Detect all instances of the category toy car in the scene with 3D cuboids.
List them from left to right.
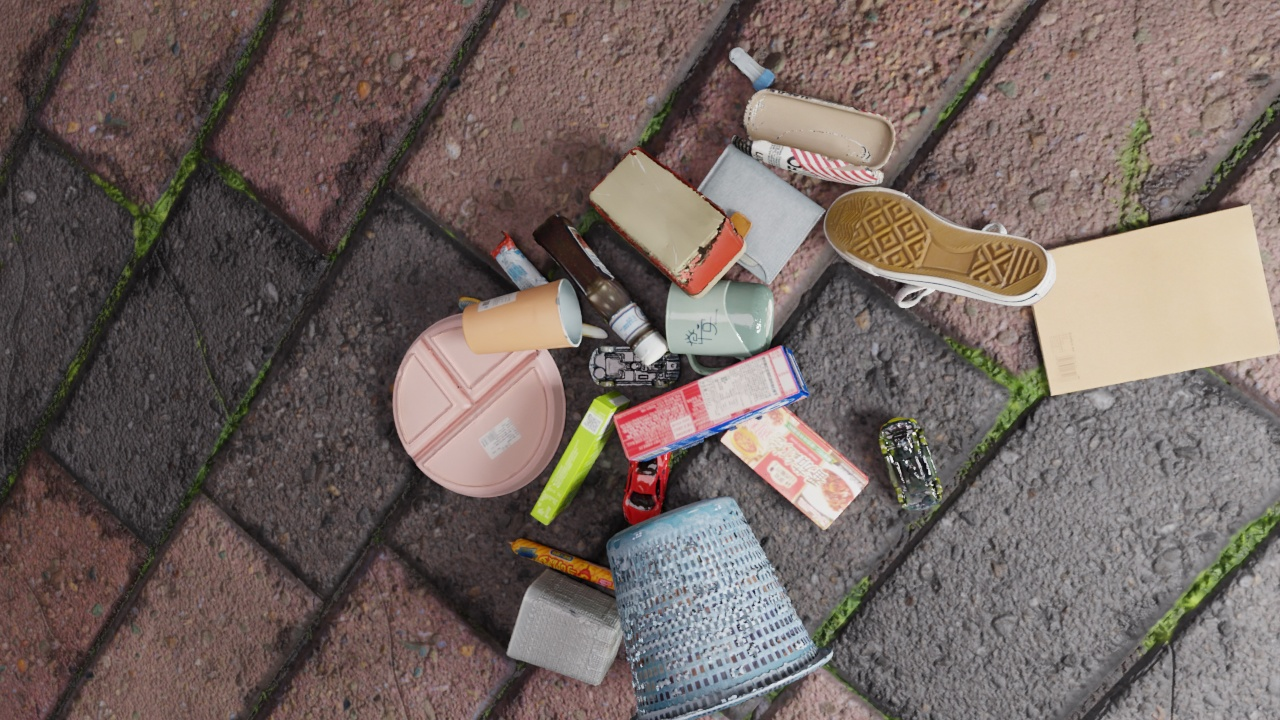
[{"bbox_3d":[-0.006,0.006,1.055,0.106,0.031,0.049,0,91,11],"label":"toy car"},{"bbox_3d":[0.007,0.144,1.065,0.049,0.031,0.106,11,100,15],"label":"toy car"},{"bbox_3d":[0.289,0.110,0.984,0.048,0.032,0.105,-18,101,16],"label":"toy car"}]

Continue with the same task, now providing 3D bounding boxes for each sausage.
[{"bbox_3d":[-0.084,0.245,1.102,0.165,0.021,0.021,16,99,14],"label":"sausage"}]

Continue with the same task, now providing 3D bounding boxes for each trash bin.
[{"bbox_3d":[0.064,0.258,0.979,0.227,0.226,0.195,-24,75,16],"label":"trash bin"}]

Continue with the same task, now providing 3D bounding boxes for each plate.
[{"bbox_3d":[-0.202,0.056,1.116,0.230,0.028,0.229,1,95,15],"label":"plate"}]

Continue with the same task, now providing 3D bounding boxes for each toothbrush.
[{"bbox_3d":[-0.130,-0.049,1.089,0.191,0.018,0.016,14,136,13],"label":"toothbrush"}]

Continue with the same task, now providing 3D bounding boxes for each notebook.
[{"bbox_3d":[0.506,-0.057,0.919,0.212,0.012,0.149,-13,92,16],"label":"notebook"}]

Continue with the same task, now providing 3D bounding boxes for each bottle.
[{"bbox_3d":[-0.042,-0.078,1.028,0.044,0.080,0.195,-41,79,8],"label":"bottle"}]

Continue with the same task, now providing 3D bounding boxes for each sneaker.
[{"bbox_3d":[0.302,-0.107,0.934,0.241,0.087,0.118,24,89,34],"label":"sneaker"}]

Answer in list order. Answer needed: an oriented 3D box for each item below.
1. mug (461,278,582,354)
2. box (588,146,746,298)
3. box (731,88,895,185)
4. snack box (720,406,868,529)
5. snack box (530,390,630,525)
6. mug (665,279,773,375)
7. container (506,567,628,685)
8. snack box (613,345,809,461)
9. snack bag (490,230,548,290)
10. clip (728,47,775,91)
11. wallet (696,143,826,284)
[{"bbox_3d":[-0.136,-0.045,1.045,0.123,0.078,0.078,-9,92,13],"label":"mug"},{"bbox_3d":[0.022,-0.150,0.972,0.091,0.078,0.168,-47,56,2],"label":"box"},{"bbox_3d":[0.182,-0.236,0.962,0.162,0.075,0.087,16,93,15],"label":"box"},{"bbox_3d":[0.170,0.110,1.018,0.153,0.025,0.075,41,103,8],"label":"snack box"},{"bbox_3d":[-0.068,0.110,1.054,0.026,0.085,0.156,32,103,9],"label":"snack box"},{"bbox_3d":[0.088,-0.033,1.004,0.106,0.082,0.112,5,117,14],"label":"mug"},{"bbox_3d":[-0.081,0.313,1.075,0.114,0.090,0.090,19,100,10],"label":"container"},{"bbox_3d":[0.077,0.050,0.998,0.208,0.057,0.058,-23,75,17],"label":"snack box"},{"bbox_3d":[-0.139,-0.104,1.082,0.105,0.026,0.045,50,129,3],"label":"snack bag"},{"bbox_3d":[0.120,-0.318,1.000,0.058,0.035,0.025,45,106,3],"label":"clip"},{"bbox_3d":[0.118,-0.159,1.004,0.130,0.037,0.107,39,103,10],"label":"wallet"}]
